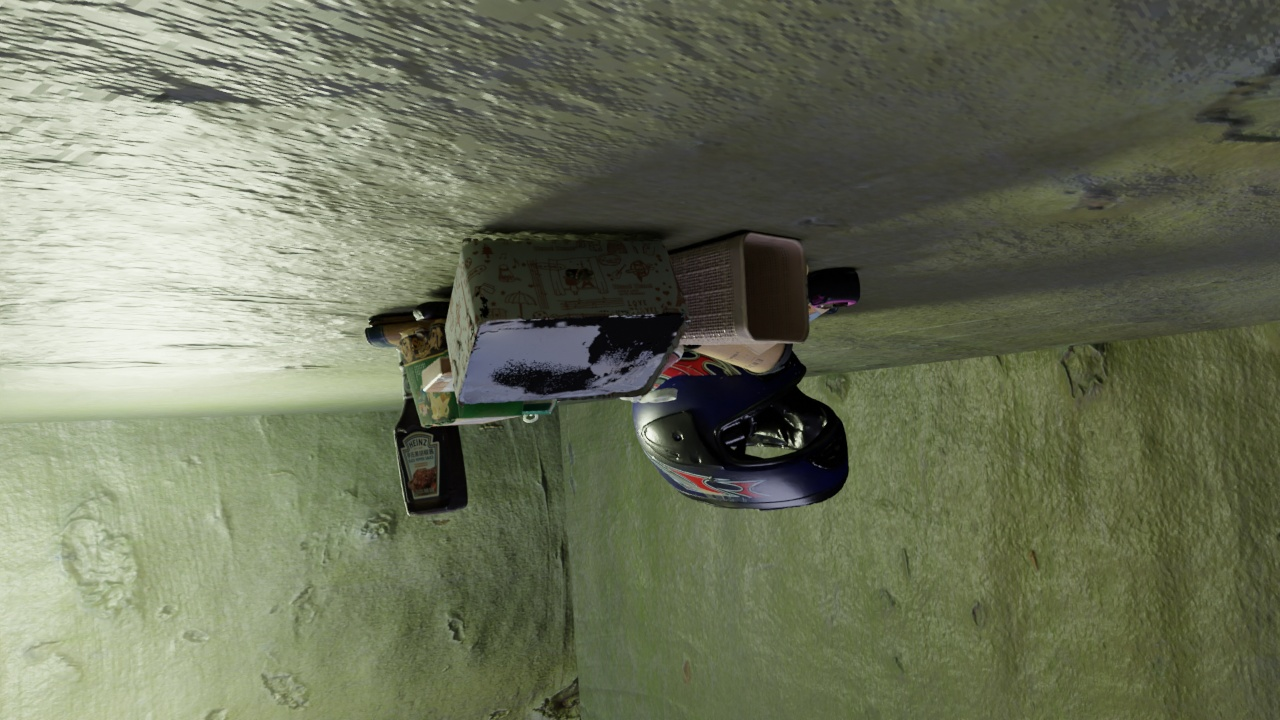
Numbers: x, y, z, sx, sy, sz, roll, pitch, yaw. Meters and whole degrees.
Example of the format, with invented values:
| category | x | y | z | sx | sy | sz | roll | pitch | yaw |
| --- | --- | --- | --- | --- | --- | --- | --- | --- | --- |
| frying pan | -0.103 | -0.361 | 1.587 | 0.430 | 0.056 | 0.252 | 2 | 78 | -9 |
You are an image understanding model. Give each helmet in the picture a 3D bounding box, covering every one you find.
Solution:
| category | x | y | z | sx | sy | sz | roll | pitch | yaw |
| --- | --- | --- | --- | --- | --- | --- | --- | --- | --- |
| helmet | 0.136 | 0.065 | 1.321 | 0.316 | 0.240 | 0.246 | 4 | -152 | 39 |

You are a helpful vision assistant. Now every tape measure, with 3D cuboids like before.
| category | x | y | z | sx | sy | sz | roll | pitch | yaw |
| --- | --- | --- | --- | --- | --- | --- | --- | --- | --- |
| tape measure | 0.206 | -0.074 | 0.981 | 0.057 | 0.039 | 0.058 | -3 | 175 | -16 |

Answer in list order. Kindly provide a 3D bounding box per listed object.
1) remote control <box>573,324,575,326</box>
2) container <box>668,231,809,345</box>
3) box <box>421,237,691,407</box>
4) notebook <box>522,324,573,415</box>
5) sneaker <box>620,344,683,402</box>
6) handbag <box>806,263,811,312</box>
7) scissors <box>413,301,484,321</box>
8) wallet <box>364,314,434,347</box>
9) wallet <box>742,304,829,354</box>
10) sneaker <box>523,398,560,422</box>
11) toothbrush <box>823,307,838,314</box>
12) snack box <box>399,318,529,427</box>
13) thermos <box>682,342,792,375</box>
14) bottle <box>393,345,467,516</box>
| category | x | y | z | sx | sy | sz | roll | pitch | yaw |
| --- | --- | --- | --- | --- | --- | --- | --- | --- | --- |
| remote control | -0.011 | -0.058 | 1.029 | 0.136 | 0.024 | 0.053 | -11 | 178 | -27 |
| container | 0.075 | -0.056 | 0.803 | 0.111 | 0.090 | 0.089 | -5 | 177 | 44 |
| box | -0.086 | -0.009 | 0.808 | 0.178 | 0.110 | 0.260 | -2 | 150 | -23 |
| notebook | -0.162 | 0.006 | 1.077 | 0.210 | 0.150 | 0.012 | -4 | 137 | 33 |
| sneaker | -0.006 | 0.006 | 1.094 | 0.118 | 0.088 | 0.240 | 0 | 179 | 15 |
| handbag | 0.094 | -0.051 | 0.966 | 0.163 | 0.063 | 0.178 | -4 | 172 | 8 |
| scissors | -0.128 | -0.060 | 0.976 | 0.234 | 0.021 | 0.221 | -5 | 180 | -26 |
| wallet | -0.251 | -0.036 | 1.063 | 0.115 | 0.033 | 0.090 | -6 | 178 | 4 |
| wallet | 0.167 | -0.051 | 1.059 | 0.115 | 0.024 | 0.087 | -33 | 157 | 18 |
| sneaker | -0.134 | 0.033 | 1.243 | 0.090 | 0.090 | 0.242 | -11 | 164 | 22 |
| toothbrush | 0.143 | -0.070 | 1.072 | 0.212 | 0.026 | 0.027 | 0 | 141 | -28 |
| snack box | -0.181 | 0.015 | 0.975 | 0.117 | 0.105 | 0.118 | -1 | 173 | -43 |
| thermos | 0.119 | -0.033 | 1.143 | 0.143 | 0.093 | 0.093 | 9 | 168 | -39 |
| bottle | -0.245 | 0.077 | 1.044 | 0.080 | 0.195 | 0.044 | -11 | 177 | 27 |
